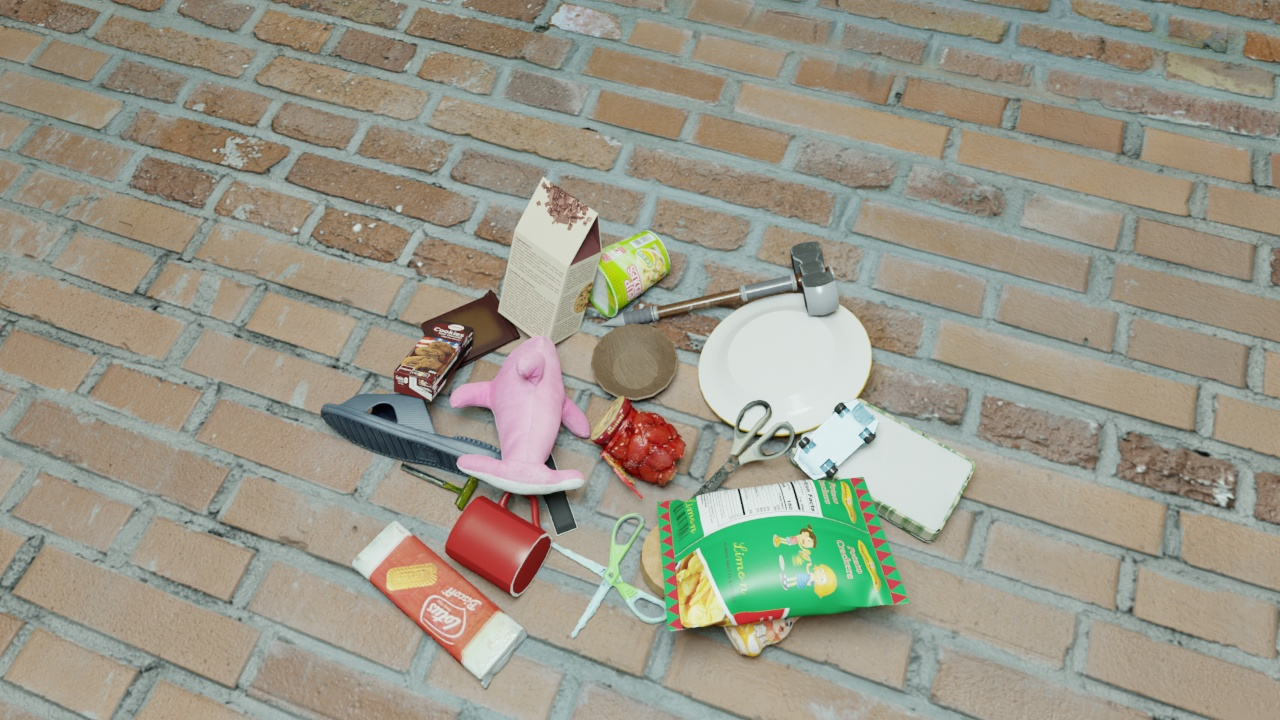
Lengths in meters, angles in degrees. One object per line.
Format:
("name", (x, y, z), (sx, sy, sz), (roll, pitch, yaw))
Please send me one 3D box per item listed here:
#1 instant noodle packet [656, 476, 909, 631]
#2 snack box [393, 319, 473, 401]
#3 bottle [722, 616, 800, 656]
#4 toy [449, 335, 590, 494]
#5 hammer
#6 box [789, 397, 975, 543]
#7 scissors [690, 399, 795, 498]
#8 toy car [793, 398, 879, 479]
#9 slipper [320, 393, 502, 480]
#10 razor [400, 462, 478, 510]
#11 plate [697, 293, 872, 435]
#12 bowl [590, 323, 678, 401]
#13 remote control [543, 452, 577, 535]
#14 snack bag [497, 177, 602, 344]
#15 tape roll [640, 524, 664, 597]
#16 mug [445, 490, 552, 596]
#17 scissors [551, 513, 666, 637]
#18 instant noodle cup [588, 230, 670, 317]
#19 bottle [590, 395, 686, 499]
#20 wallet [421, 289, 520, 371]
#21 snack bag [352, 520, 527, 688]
("instant noodle packet", (0.150, 0.213, 1.036), (0.253, 0.090, 0.195), (-7, 35, 2))
("snack box", (-0.270, -0.003, 1.205), (0.051, 0.032, 0.140), (14, 32, 6))
("bottle", (0.149, 0.291, 1.057), (0.108, 0.063, 0.063), (-29, 64, -11))
("toy", (-0.140, 0.048, 1.146), (0.186, 0.128, 0.265), (11, 39, -14))
("hammer", (0.104, -0.085, 1.264), (0.322, 0.043, 0.155), (-12, 31, 7))
("box", (0.299, 0.128, 1.146), (0.205, 0.050, 0.117), (28, 71, 19))
("scissors", (0.127, 0.129, 1.144), (0.133, 0.012, 0.169), (12, 78, 26))
("toy car", (0.239, 0.099, 1.123), (0.108, 0.027, 0.060), (-43, 73, 2))
("slipper", (-0.282, 0.082, 1.181), (0.264, 0.101, 0.082), (16, 64, 8))
("razor", (-0.264, 0.155, 1.184), (0.106, 0.026, 0.042), (20, 67, 18))
("plate", (0.186, -0.004, 1.206), (0.230, 0.021, 0.229), (-10, 52, 13))
("bowl", (-0.007, 0.007, 1.241), (0.118, 0.030, 0.117), (-2, 61, 3))
("remote control", (-0.113, 0.163, 1.174), (0.028, 0.012, 0.124), (-19, 62, -7))
("snack bag", (-0.115, -0.131, 1.218), (0.094, 0.207, 0.069), (36, 41, 20))
("tape roll", (0.047, 0.239, 1.105), (0.094, 0.027, 0.093), (3, 59, -4))
("mug", (-0.162, 0.210, 1.110), (0.096, 0.080, 0.116), (26, 73, 17))
("scissors", (-0.036, 0.262, 1.114), (0.172, 0.021, 0.171), (26, 68, 11))
("instant noodle cup", (-0.020, -0.128, 1.284), (0.107, 0.099, 0.099), (-31, 64, -21))
("bottle", (-0.004, 0.109, 1.152), (0.111, 0.099, 0.098), (36, 66, -11))
("wallet", (-0.240, -0.041, 1.293), (0.115, 0.018, 0.091), (-27, 64, -14))
("snack bag", (-0.243, 0.287, 1.100), (0.225, 0.041, 0.077), (34, 66, 21))
